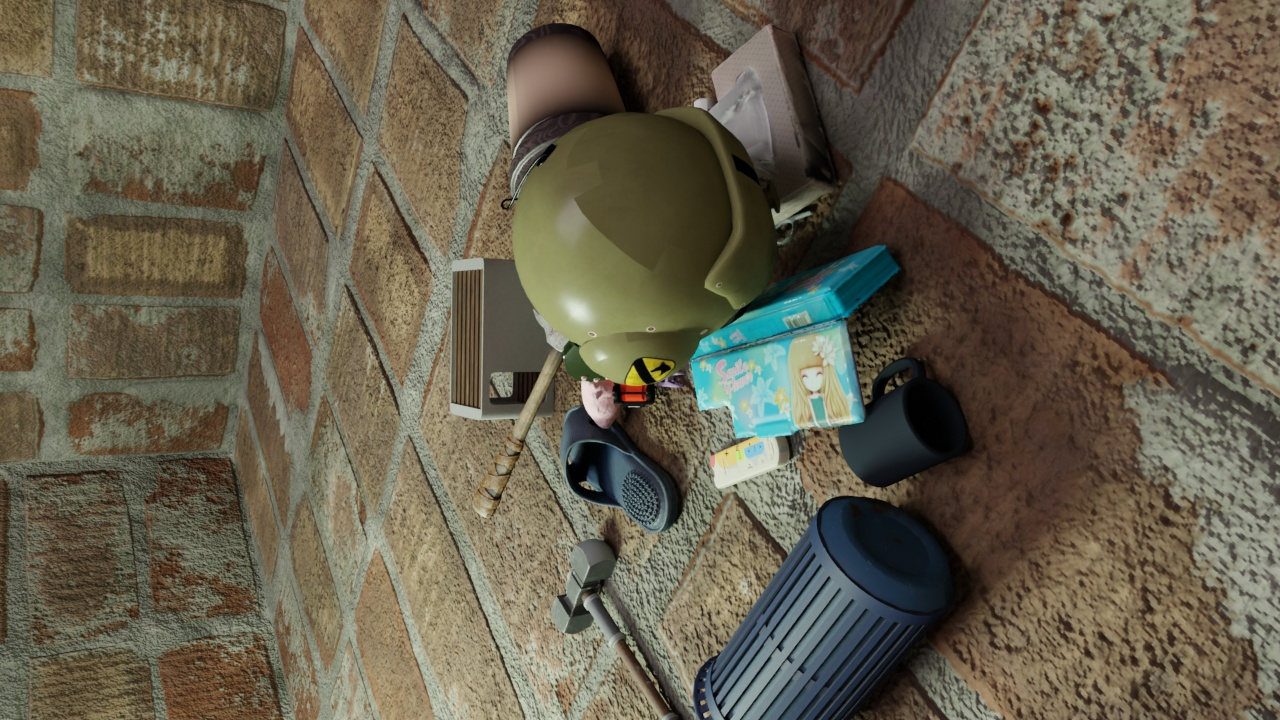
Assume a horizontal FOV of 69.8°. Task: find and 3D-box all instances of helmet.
[{"bbox_3d":[0.012,-0.110,0.837,0.234,0.255,0.250,-44,54,49],"label":"helmet"}]

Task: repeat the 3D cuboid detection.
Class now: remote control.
[{"bbox_3d":[0.114,0.106,0.977,0.126,0.018,0.038,-33,64,53],"label":"remote control"}]

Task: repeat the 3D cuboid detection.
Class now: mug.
[{"bbox_3d":[0.221,0.047,0.780,0.078,0.071,0.104,-39,37,49],"label":"mug"}]

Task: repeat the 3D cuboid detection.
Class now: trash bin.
[{"bbox_3d":[0.160,0.242,0.807,0.139,0.139,0.250,56,132,40],"label":"trash bin"},{"bbox_3d":[-0.205,-0.032,1.359,0.115,0.114,0.229,5,95,56],"label":"trash bin"}]

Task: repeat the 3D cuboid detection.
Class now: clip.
[{"bbox_3d":[0.035,0.025,1.097,0.053,0.013,0.037,32,116,54],"label":"clip"}]

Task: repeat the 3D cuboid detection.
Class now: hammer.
[{"bbox_3d":[-0.010,0.381,1.149,0.322,0.043,0.156,48,128,42],"label":"hammer"},{"bbox_3d":[-0.160,0.081,1.275,0.121,0.048,0.319,39,110,33],"label":"hammer"}]

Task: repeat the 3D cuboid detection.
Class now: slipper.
[{"bbox_3d":[-0.053,0.141,1.169,0.264,0.082,0.101,34,121,50],"label":"slipper"}]

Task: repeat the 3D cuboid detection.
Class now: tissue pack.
[{"bbox_3d":[0.121,-0.231,0.913,0.104,0.071,0.181,-27,70,45],"label":"tissue pack"}]

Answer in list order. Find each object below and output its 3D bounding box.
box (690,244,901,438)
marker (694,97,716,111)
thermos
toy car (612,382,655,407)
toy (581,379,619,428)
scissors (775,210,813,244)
[{"bbox_3d":[0.124,-0.018,0.862,0.228,0.083,0.172,-17,49,56],"label":"box"},{"bbox_3d":[0.073,-0.228,1.025,0.025,0.025,0.126,-2,89,56],"label":"marker"},{"bbox_3d":[-0.090,-0.295,1.152,0.173,0.172,0.225,-46,47,46],"label":"thermos"},{"bbox_3d":[-0.006,0.007,1.121,0.048,0.051,0.100,-13,-78,-79],"label":"toy car"},{"bbox_3d":[-0.050,0.028,1.153,0.096,0.053,0.099,62,-149,-66],"label":"toy"},{"bbox_3d":[0.115,-0.096,0.948,0.090,0.014,0.172,41,107,53],"label":"scissors"}]
